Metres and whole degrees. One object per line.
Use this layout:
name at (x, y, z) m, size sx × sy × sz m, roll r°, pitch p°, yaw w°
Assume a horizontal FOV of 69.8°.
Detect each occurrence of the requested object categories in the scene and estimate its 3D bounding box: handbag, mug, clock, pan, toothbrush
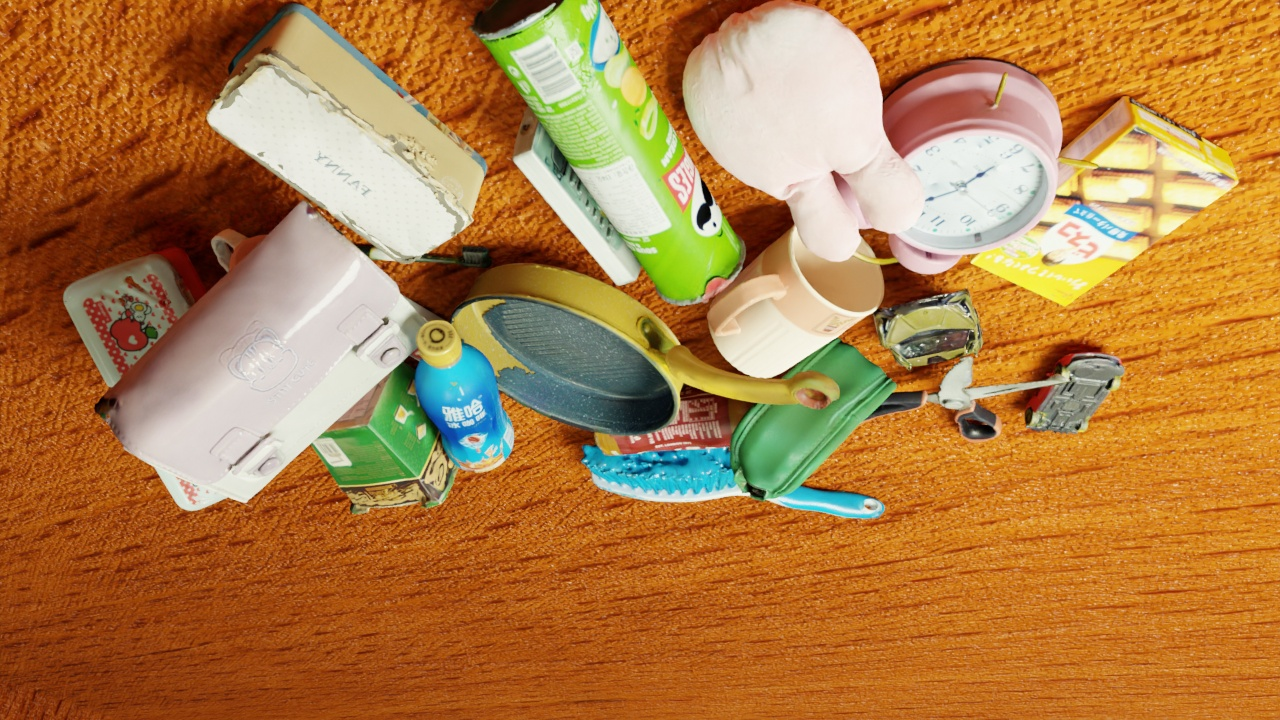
handbag at (-0.260, -0.001, 0.657) m, size 0.098 × 0.197 × 0.145 m, roll 43°, pitch 172°, yaw 21°
mug at (0.098, -0.041, 0.659) m, size 0.114 × 0.081 × 0.106 m, roll -13°, pitch 161°, yaw -38°
clock at (0.188, -0.112, 0.581) m, size 0.117 × 0.059 × 0.159 m, roll 29°, pitch 140°, yaw -25°
pan at (-0.004, 0.004, 0.687) m, size 0.358 × 0.078 × 0.197 m, roll -6°, pitch 142°, yaw 42°
handbag at (0.135, 0.051, 0.733) m, size 0.068 × 0.131 × 0.120 m, roll 41°, pitch 156°, yaw 18°
toothbrush at (-0.210, -0.087, 0.729) m, size 0.186 × 0.012 × 0.017 m, roll 4°, pitch 143°, yaw 5°

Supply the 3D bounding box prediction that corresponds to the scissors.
scissors at (0.248, 0.035, 0.765) m, size 0.189 × 0.015 × 0.222 m, roll 1°, pitch 160°, yaw 20°

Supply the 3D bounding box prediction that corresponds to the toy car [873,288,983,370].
toy car at (0.213, -0.020, 0.677) m, size 0.070 × 0.042 × 0.158 m, roll -14°, pitch 166°, yaw 22°

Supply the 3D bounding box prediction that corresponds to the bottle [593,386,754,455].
bottle at (0.046, 0.052, 0.830) m, size 0.175 × 0.057 × 0.057 m, roll -6°, pitch 142°, yaw 18°

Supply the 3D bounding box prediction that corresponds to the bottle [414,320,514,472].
bottle at (-0.148, 0.031, 0.756) m, size 0.065 × 0.065 × 0.219 m, roll 6°, pitch 155°, yaw 3°

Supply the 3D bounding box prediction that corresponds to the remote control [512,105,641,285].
remote control at (-0.038, -0.112, 0.627) m, size 0.019 × 0.056 × 0.135 m, roll -15°, pitch 137°, yaw 27°

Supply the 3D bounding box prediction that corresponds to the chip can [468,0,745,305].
chip can at (-0.011, -0.133, 0.579) m, size 0.072 × 0.072 × 0.236 m, roll -13°, pitch 138°, yaw 26°

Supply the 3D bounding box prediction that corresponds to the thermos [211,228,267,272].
thermos at (-0.316, -0.032, 0.773) m, size 0.087 × 0.067 × 0.199 m, roll 34°, pitch 147°, yaw 4°

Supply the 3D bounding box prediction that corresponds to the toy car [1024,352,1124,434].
toy car at (0.356, 0.025, 0.757) m, size 0.049 × 0.031 × 0.106 m, roll 5°, pitch 145°, yaw 2°

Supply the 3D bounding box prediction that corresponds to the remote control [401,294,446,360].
remote control at (-0.191, -0.020, 0.809) m, size 0.136 × 0.020 × 0.056 m, roll 34°, pitch 136°, yaw -30°

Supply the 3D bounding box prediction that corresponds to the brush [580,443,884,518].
brush at (0.099, 0.119, 0.920) m, size 0.314 × 0.060 × 0.110 m, roll 4°, pitch 149°, yaw 1°

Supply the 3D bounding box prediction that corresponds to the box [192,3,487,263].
box at (-0.194, -0.147, 0.608) m, size 0.090 × 0.061 × 0.184 m, roll -22°, pitch 133°, yaw 33°

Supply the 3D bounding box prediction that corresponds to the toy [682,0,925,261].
toy at (0.095, -0.133, 0.543) m, size 0.122 × 0.054 × 0.159 m, roll -23°, pitch 108°, yaw 49°

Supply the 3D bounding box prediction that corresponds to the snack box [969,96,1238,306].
snack box at (0.296, -0.099, 0.602) m, size 0.087 × 0.033 × 0.141 m, roll 21°, pitch 143°, yaw -17°

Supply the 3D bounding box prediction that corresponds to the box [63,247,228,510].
box at (-0.376, 0.016, 0.744) m, size 0.095 × 0.101 × 0.201 m, roll 3°, pitch 119°, yaw 53°

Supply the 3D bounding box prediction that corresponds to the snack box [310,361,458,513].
snack box at (-0.242, 0.066, 0.858) m, size 0.118 × 0.117 × 0.105 m, roll -10°, pitch 136°, yaw 26°
